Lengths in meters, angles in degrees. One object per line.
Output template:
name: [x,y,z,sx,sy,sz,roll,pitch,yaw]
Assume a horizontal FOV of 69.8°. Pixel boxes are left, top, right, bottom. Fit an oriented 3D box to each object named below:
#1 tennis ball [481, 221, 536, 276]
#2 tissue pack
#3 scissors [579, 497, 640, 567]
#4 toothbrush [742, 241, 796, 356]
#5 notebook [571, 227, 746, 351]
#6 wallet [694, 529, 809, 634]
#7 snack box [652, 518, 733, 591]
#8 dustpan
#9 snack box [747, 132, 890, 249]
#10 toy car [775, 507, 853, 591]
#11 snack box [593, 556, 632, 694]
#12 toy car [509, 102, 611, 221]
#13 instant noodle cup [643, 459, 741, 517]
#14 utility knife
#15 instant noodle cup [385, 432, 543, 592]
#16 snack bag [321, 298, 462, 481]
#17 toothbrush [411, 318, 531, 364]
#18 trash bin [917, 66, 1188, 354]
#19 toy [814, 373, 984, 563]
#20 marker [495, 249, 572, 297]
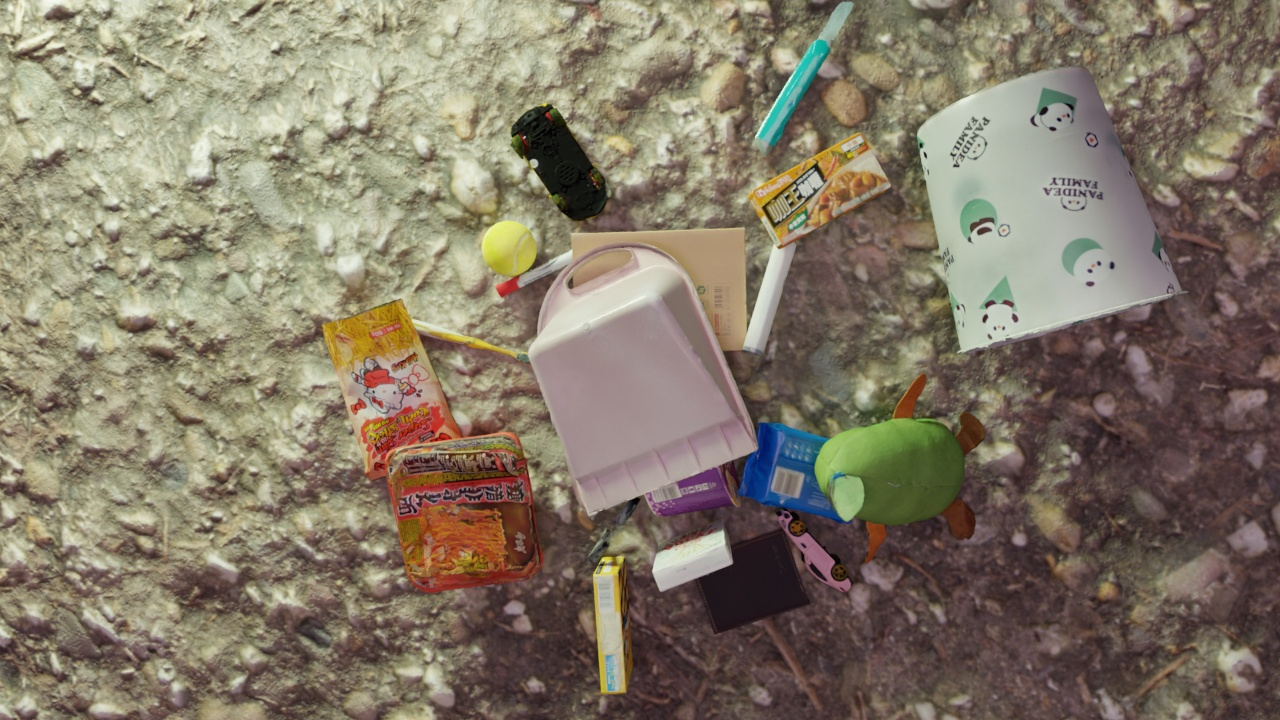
tennis ball: [-0.157,-0.134,1.097,0.065,0.065,0.065,0,91,4]
tissue pack: [0.193,0.131,1.069,0.157,0.052,0.095,16,90,-18]
scissors: [-0.038,0.202,1.051,0.014,0.175,0.159,35,49,6]
toothbrush: [0.165,-0.113,1.091,0.026,0.027,0.221,17,89,-9]
notebook: [0.023,-0.082,1.102,0.208,0.008,0.148,-1,99,5]
wallet: [0.131,0.267,1.105,0.122,0.020,0.096,-19,89,2]
snack box: [0.060,0.218,1.040,0.085,0.156,0.027,-23,89,3]
dustpan: [-0.006,0.006,1.052,0.223,0.138,0.273,-21,103,16]
snack box: [0.209,-0.198,1.072,0.153,0.026,0.075,-29,88,-8]
toy car: [0.201,0.224,1.080,0.037,0.056,0.122,-43,89,1]
snack box: [-0.032,0.310,1.083,0.034,0.087,0.140,-2,90,4]
toy car: [-0.096,-0.235,1.102,0.071,0.041,0.156,-35,87,4]
instant noodle cup: [0.054,0.129,1.070,0.099,0.111,0.111,-19,89,14]
utility knife: [0.194,-0.337,1.092,0.029,0.013,0.205,32,96,5]
instant noodle cup: [-0.203,0.175,1.088,0.164,0.079,0.189,-7,103,2]
snack bag: [-0.304,0.037,1.117,0.128,0.073,0.208,-17,98,4]
toothbrush: [-0.214,-0.024,1.126,0.191,0.018,0.016,16,90,4]
trash bin: [0.421,-0.155,0.981,0.229,0.229,0.252,-15,85,4]
toy: [0.294,0.125,1.034,0.246,0.090,0.227,7,96,-31]
marker: [-0.109,-0.115,1.118,0.145,0.017,0.017,-25,89,4]
